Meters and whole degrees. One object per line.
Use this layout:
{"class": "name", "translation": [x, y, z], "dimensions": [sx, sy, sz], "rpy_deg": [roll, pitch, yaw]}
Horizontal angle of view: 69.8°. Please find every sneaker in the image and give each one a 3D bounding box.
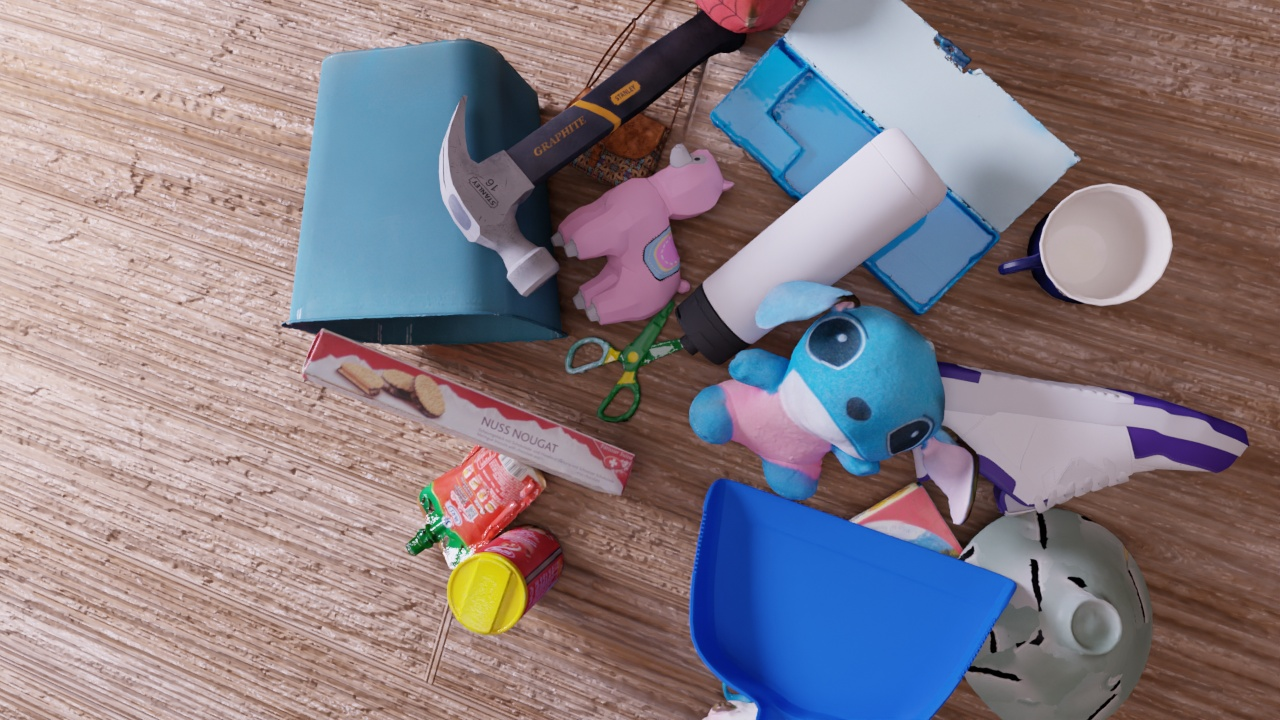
{"class": "sneaker", "translation": [0.325, 0.073, 0.708], "dimensions": [0.244, 0.091, 0.111], "rpy_deg": [10, 96, 16]}

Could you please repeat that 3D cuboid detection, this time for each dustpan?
{"class": "dustpan", "translation": [0.125, 0.247, 0.705], "dimensions": [0.246, 0.059, 0.257], "rpy_deg": [17, 84, 24]}

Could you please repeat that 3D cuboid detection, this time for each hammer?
{"class": "hammer", "translation": [-0.022, -0.191, 0.714], "dimensions": [0.311, 0.035, 0.139], "rpy_deg": [-42, 96, -27]}

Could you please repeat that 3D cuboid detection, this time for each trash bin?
{"class": "trash bin", "translation": [-0.172, -0.129, 0.768], "dimensions": [0.199, 0.196, 0.218], "rpy_deg": [-2, 85, 12]}

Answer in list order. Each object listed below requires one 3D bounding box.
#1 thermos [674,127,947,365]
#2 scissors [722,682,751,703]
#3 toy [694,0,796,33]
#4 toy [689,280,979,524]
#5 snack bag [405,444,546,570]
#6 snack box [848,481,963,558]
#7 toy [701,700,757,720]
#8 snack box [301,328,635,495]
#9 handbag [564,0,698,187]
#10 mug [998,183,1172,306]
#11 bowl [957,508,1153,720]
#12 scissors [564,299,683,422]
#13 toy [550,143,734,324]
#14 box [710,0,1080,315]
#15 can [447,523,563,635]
{"class": "thermos", "translation": [0.124, -0.086, 0.726], "dimensions": [0.230, 0.101, 0.068], "rpy_deg": [-39, 103, 19]}
{"class": "scissors", "translation": [0.133, 0.254, 0.799], "dimensions": [0.083, 0.016, 0.135], "rpy_deg": [28, 91, 7]}
{"class": "toy", "translation": [0.076, -0.357, 0.716], "dimensions": [0.098, 0.148, 0.216], "rpy_deg": [-8, 76, -12]}
{"class": "toy", "translation": [0.149, 0.043, 0.707], "dimensions": [0.224, 0.098, 0.192], "rpy_deg": [45, 133, -12]}
{"class": "snack bag", "translation": [-0.159, 0.130, 0.843], "dimensions": [0.155, 0.044, 0.087], "rpy_deg": [-41, 65, 13]}
{"class": "snack box", "translation": [0.208, 0.197, 0.761], "dimensions": [0.143, 0.040, 0.145], "rpy_deg": [-32, 85, 10]}
{"class": "toy", "translation": [0.102, 0.371, 0.771], "dimensions": [0.139, 0.101, 0.180], "rpy_deg": [14, 118, 14]}
{"class": "snack box", "translation": [-0.139, 0.045, 0.759], "dimensions": [0.273, 0.077, 0.044], "rpy_deg": [23, 78, -15]}
{"class": "handbag", "translation": [0.001, -0.246, 0.795], "dimensions": [0.093, 0.043, 0.196], "rpy_deg": [29, 95, 8]}
{"class": "mug", "translation": [0.328, -0.081, 0.698], "dimensions": [0.112, 0.089, 0.085], "rpy_deg": [-13, 89, 13]}
{"class": "bowl", "translation": [0.327, 0.199, 0.695], "dimensions": [0.174, 0.068, 0.174], "rpy_deg": [1, 80, -5]}
{"class": "scissors", "translation": [-0.012, -0.010, 0.820], "dimensions": [0.108, 0.012, 0.132], "rpy_deg": [35, 99, 10]}
{"class": "toy", "translation": [0.008, -0.106, 0.777], "dimensions": [0.157, 0.067, 0.123], "rpy_deg": [-26, 116, -11]}
{"class": "box", "translation": [0.197, -0.179, 0.741], "dimensions": [0.243, 0.060, 0.176], "rpy_deg": [45, 118, 7]}
{"class": "can", "translation": [-0.113, 0.186, 0.793], "dimensions": [0.067, 0.124, 0.066], "rpy_deg": [0, 92, 11]}
